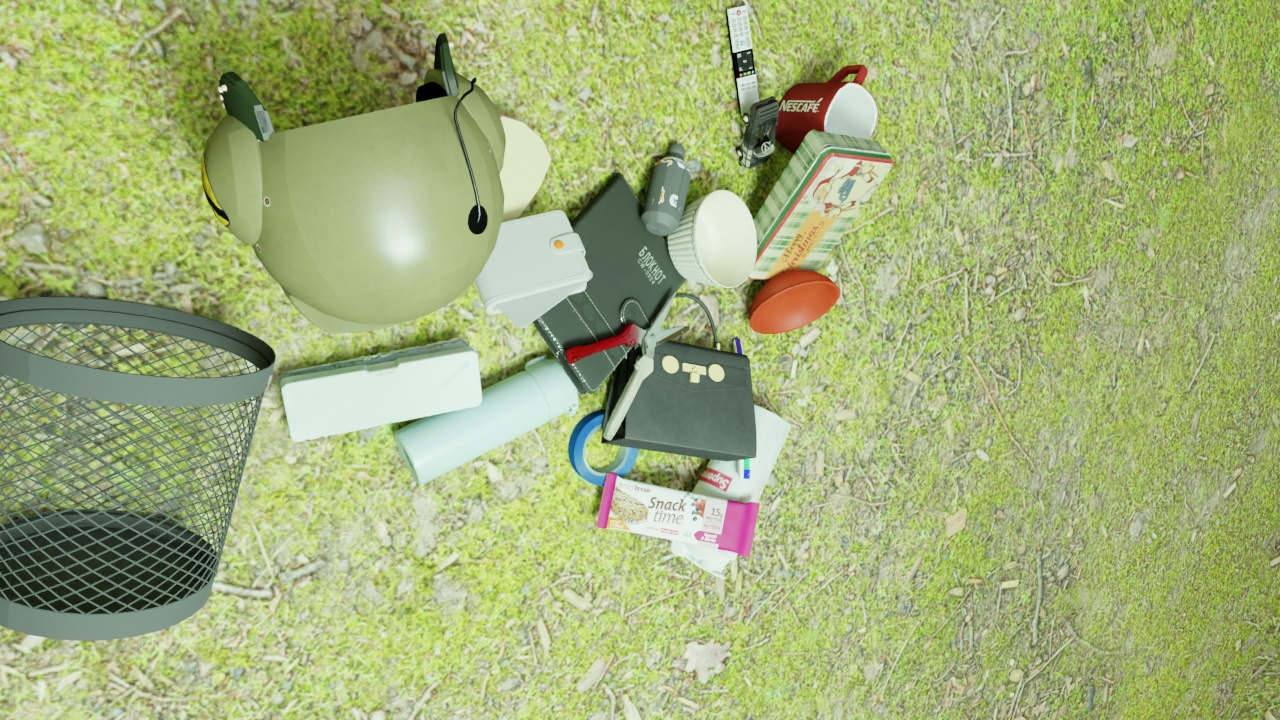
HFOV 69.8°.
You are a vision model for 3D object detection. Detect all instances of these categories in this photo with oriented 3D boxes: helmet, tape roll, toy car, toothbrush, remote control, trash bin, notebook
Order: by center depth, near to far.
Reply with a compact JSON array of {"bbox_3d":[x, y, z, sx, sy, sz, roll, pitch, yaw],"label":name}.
[{"bbox_3d":[-0.446,0.086,0.779,0.217,0.218,0.227,9,103,-32],"label":"trash bin"},{"bbox_3d":[-0.236,-0.142,0.795,0.249,0.256,0.233,-20,110,-23],"label":"helmet"},{"bbox_3d":[-0.040,-0.085,1.041,0.208,0.029,0.169,-51,123,-28],"label":"notebook"},{"bbox_3d":[0.123,-0.360,1.104,0.028,0.012,0.124,-21,113,-24],"label":"remote control"},{"bbox_3d":[0.145,-0.273,1.111,0.040,0.037,0.092,-27,148,-24],"label":"toy car"},{"bbox_3d":[-0.045,0.108,1.132,0.093,0.016,0.091,28,89,-33],"label":"tape roll"},{"bbox_3d":[0.130,0.061,1.178,0.016,0.015,0.186,2,74,-8],"label":"toothbrush"}]

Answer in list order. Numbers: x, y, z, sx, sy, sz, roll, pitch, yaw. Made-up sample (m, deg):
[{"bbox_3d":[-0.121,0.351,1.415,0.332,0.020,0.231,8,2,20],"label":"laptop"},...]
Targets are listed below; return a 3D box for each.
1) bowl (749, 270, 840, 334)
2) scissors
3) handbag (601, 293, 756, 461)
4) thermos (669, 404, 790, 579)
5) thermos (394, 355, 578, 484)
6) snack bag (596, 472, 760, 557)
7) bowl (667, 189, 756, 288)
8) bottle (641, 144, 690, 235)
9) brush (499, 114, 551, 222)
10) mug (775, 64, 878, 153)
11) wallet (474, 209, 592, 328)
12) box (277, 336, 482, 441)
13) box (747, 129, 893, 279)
[{"bbox_3d":[0.193,-0.080,1.182,0.121,0.122,0.035,-2,60,-30],"label":"bowl"},{"bbox_3d":[-0.012,0.002,1.043,0.198,0.015,0.179,6,88,-45],"label":"scissors"},{"bbox_3d":[0.054,0.014,1.128,0.175,0.072,0.195,10,77,-23],"label":"handbag"},{"bbox_3d":[0.116,0.167,1.208,0.099,0.099,0.220,33,80,-33],"label":"thermos"},{"bbox_3d":[-0.165,0.063,1.020,0.206,0.065,0.078,-27,73,-22],"label":"thermos"},{"bbox_3d":[0.048,0.192,1.137,0.196,0.016,0.070,13,86,-5],"label":"snack bag"},{"bbox_3d":[0.080,-0.141,1.096,0.115,0.063,0.115,3,86,-46],"label":"bowl"},{"bbox_3d":[0.032,-0.200,1.065,0.047,0.047,0.112,26,66,-33],"label":"bottle"},{"bbox_3d":[-0.183,-0.153,0.962,0.089,0.043,0.228,37,83,-33],"label":"brush"},{"bbox_3d":[0.234,-0.311,1.133,0.080,0.097,0.116,30,87,-33],"label":"mug"},{"bbox_3d":[-0.110,-0.089,0.937,0.118,0.038,0.115,-17,70,-19],"label":"wallet"},{"bbox_3d":[-0.265,0.032,0.947,0.198,0.067,0.083,-13,89,-20],"label":"box"},{"bbox_3d":[0.209,-0.182,1.119,0.117,0.050,0.206,2,140,-31],"label":"box"}]
